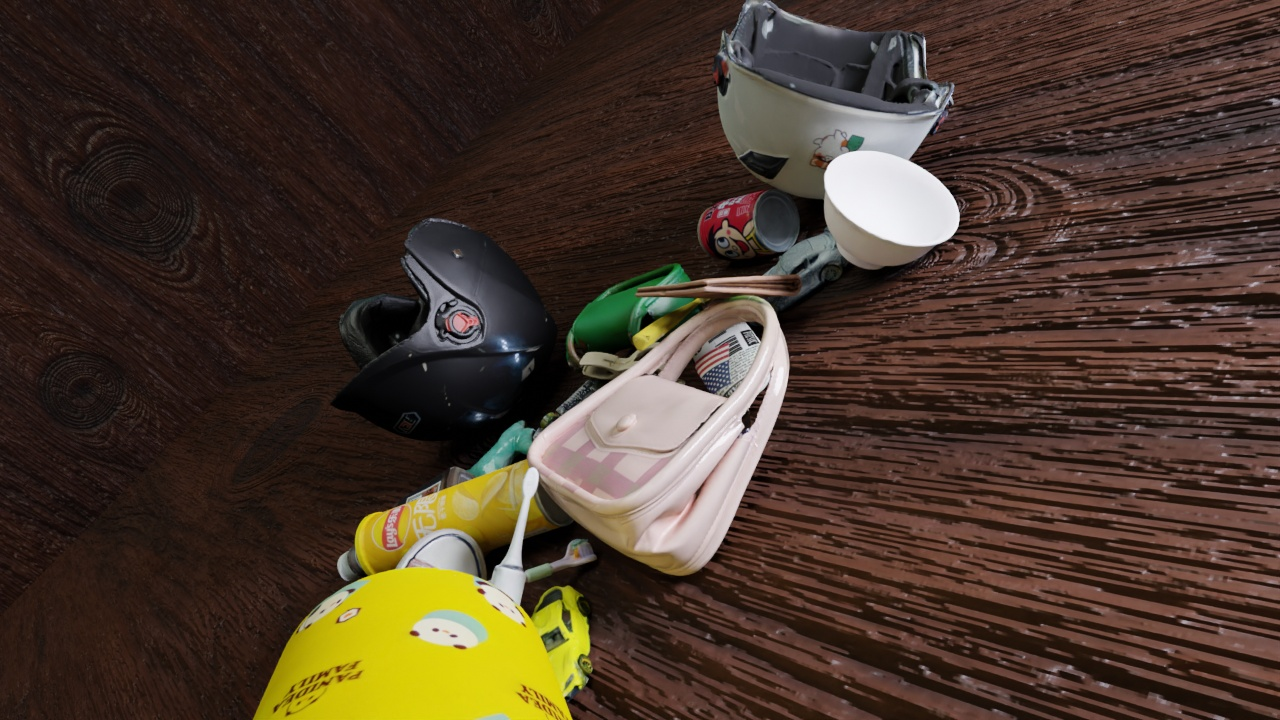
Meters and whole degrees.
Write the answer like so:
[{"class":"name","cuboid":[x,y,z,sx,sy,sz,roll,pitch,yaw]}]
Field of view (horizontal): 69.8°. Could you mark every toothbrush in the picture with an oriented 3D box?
[{"class":"toothbrush","cuboid":[0.036,-0.042,0.850,0.017,0.015,0.189,-25,5,28]},{"class":"toothbrush","cuboid":[-0.120,0.177,0.718,0.188,0.021,0.029,-14,30,-32]},{"class":"toothbrush","cuboid":[-0.106,0.188,0.695,0.026,0.026,0.220,144,140,-66]}]

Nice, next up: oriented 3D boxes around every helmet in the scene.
[{"class":"helmet","cuboid":[-0.228,-0.018,1.066,0.234,0.230,0.273,-35,20,48]},{"class":"helmet","cuboid":[0.176,-0.245,0.919,0.273,0.230,0.157,-84,5,-51]}]

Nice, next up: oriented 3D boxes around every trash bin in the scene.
[{"class":"trash bin","cuboid":[-0.126,0.253,0.503,0.229,0.229,0.255,-41,19,0]}]

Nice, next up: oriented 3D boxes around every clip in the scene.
[{"class":"clip","cuboid":[-0.004,0.002,0.864,0.034,0.102,0.095,-61,-5,-38]}]

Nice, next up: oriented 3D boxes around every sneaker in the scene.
[{"class":"sneaker","cuboid":[-0.171,0.234,0.723,0.088,0.118,0.240,-42,24,45]}]

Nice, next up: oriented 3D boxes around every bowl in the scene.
[{"class":"bowl","cuboid":[0.204,-0.118,0.788,0.065,0.118,0.118,107,-174,-48]}]

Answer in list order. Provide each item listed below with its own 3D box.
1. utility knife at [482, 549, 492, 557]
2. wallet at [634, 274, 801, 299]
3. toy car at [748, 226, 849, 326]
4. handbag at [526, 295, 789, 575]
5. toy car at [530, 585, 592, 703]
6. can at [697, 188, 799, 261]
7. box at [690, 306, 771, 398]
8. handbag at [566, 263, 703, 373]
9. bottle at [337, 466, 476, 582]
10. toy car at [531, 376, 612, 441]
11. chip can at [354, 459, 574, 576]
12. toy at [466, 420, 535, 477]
[{"class":"utility knife","cuboid":[-0.195,0.224,0.877,0.156,0.015,0.033,-44,31,-9]},{"class":"wallet","cuboid":[0.069,-0.064,0.822,0.115,0.020,0.101,-4,2,-37]},{"class":"toy car","cuboid":[0.143,-0.080,0.866,0.121,0.037,0.054,-37,26,17]},{"class":"handbag","cuboid":[0.030,0.043,0.743,0.234,0.093,0.193,-51,28,-12]},{"class":"toy car","cuboid":[-0.064,0.212,0.690,0.048,0.032,0.105,-34,27,13]},{"class":"can","cuboid":[0.112,-0.141,0.971,0.094,0.066,0.066,-2,45,54]},{"class":"box","cuboid":[0.079,-0.006,0.838,0.069,0.052,0.164,-51,22,15]},{"class":"handbag","cuboid":[-0.006,-0.038,0.945,0.132,0.068,0.119,-13,24,47]},{"class":"bottle","cuboid":[-0.251,0.185,0.981,0.195,0.044,0.079,-33,41,26]},{"class":"toy car","cuboid":[-0.052,0.055,0.901,0.120,0.045,0.053,-43,68,-12]},{"class":"chip can","cuboid":[-0.165,0.150,0.857,0.214,0.072,0.071,-21,31,24]},{"class":"toy","cuboid":[-0.144,0.103,0.988,0.097,0.030,0.091,10,58,52]}]
